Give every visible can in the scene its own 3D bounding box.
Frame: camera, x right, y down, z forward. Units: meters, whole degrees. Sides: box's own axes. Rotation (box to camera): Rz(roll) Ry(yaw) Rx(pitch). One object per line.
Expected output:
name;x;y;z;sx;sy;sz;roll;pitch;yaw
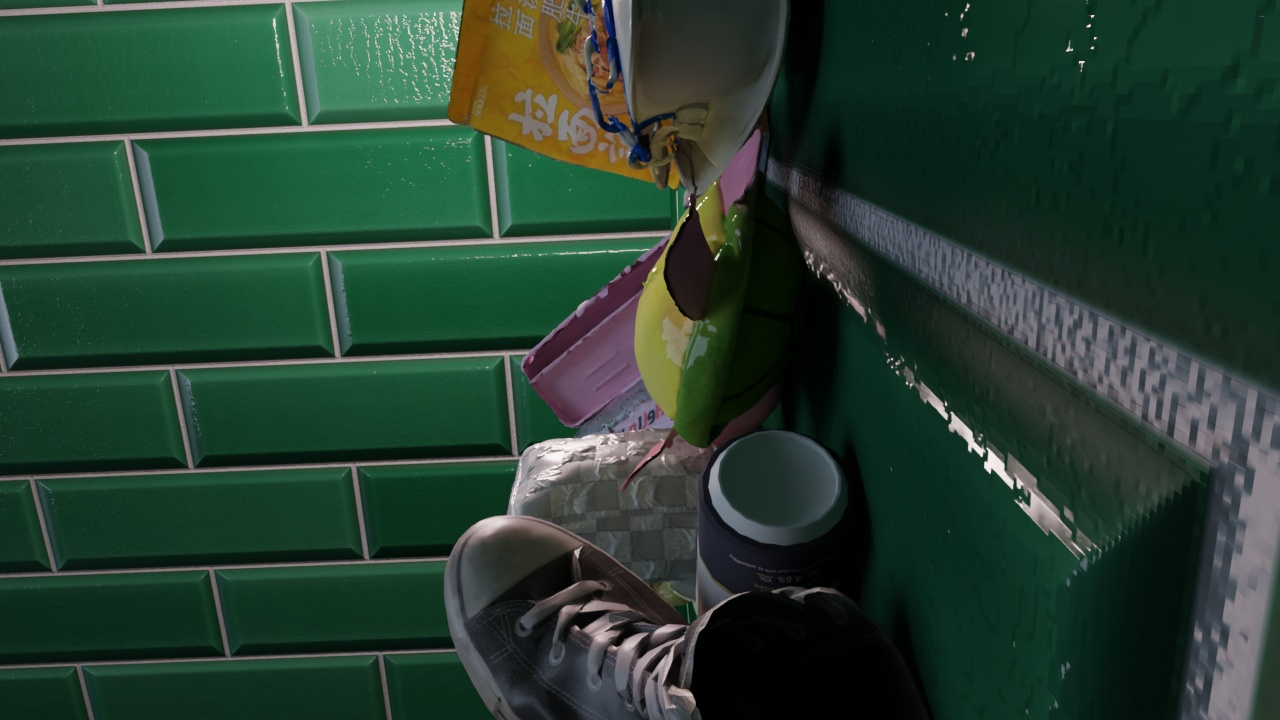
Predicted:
can;0.057;0.091;0.410;0.127;0.064;0.064;87;-179;-46

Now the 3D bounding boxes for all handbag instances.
handbag;0.007;-0.190;0.497;0.200;0.093;0.200;102;163;-66
handbag;0.005;0.105;0.578;0.112;0.171;0.123;-91;-1;-62

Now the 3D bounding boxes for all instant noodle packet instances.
instant noodle packet;-0.048;-0.255;0.796;0.084;0.221;0.163;-93;17;-52

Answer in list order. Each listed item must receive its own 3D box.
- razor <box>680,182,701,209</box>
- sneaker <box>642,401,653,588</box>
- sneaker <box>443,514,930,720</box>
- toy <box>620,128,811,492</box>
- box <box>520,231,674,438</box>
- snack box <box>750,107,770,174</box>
razor;0.064;-0.134;0.812;0.142;0.047;0.052;-96;27;-56
sneaker;0.013;0.082;0.742;0.101;0.143;0.237;30;-134;-48
sneaker;0.004;0.114;0.354;0.235;0.095;0.120;40;140;37
toy;0.040;-0.019;0.473;0.238;0.088;0.189;85;-161;-63
box;0.007;0.005;0.673;0.073;0.202;0.149;1;-121;-53
snack box;0.063;-0.196;0.659;0.101;0.031;0.185;87;-179;-61
